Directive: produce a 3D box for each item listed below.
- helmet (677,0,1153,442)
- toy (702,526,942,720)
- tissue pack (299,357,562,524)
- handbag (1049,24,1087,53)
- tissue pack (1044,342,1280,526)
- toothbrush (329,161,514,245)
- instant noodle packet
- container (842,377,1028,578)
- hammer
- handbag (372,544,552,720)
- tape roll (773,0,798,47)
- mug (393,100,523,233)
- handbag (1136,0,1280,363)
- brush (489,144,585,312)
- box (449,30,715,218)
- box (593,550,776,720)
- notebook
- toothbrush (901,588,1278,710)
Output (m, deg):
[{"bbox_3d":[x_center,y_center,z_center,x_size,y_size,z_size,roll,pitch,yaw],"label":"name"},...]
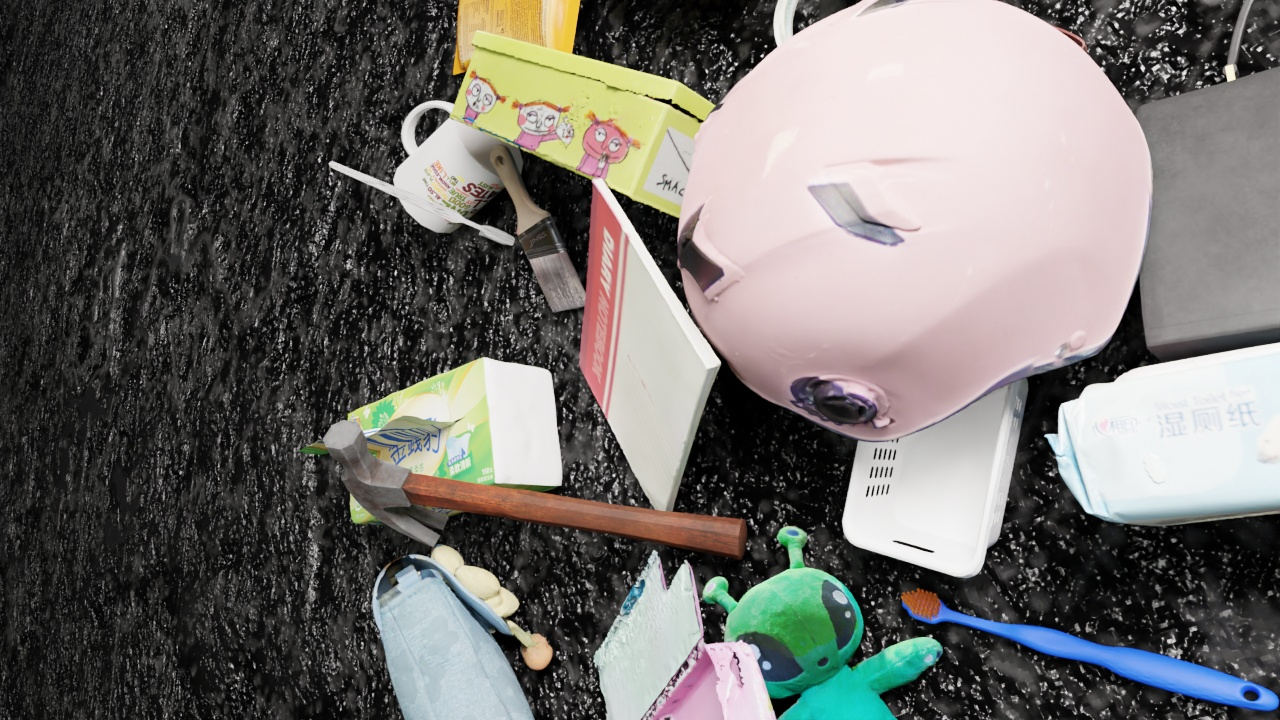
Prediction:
[{"bbox_3d":[0.115,-0.085,0.484,0.256,0.152,0.229,-8,60,43],"label":"helmet"},{"bbox_3d":[0.109,0.192,0.537,0.130,0.072,0.193,-27,63,-9],"label":"toy"},{"bbox_3d":[-0.181,0.069,0.748,0.198,0.141,0.120,-27,66,34],"label":"tissue pack"},{"bbox_3d":[0.203,-0.187,0.549,0.120,0.029,0.055,14,90,35],"label":"handbag"},{"bbox_3d":[0.282,0.028,0.387,0.182,0.112,0.070,-16,74,37],"label":"tissue pack"},{"bbox_3d":[-0.175,-0.126,0.749,0.010,0.181,0.010,10,84,44],"label":"toothbrush"},{"bbox_3d":[-0.106,-0.336,0.801,0.221,0.032,0.160,19,102,52],"label":"instant noodle packet"},{"bbox_3d":[0.170,0.049,0.516,0.081,0.049,0.129,11,90,41],"label":"container"},{"bbox_3d":[-0.073,0.105,0.651,0.301,0.111,0.028,6,47,17],"label":"hammer"},{"bbox_3d":[-0.130,0.234,0.703,0.192,0.118,0.122,58,159,20],"label":"handbag"},{"bbox_3d":[0.133,-0.238,0.620,0.093,0.013,0.093,-7,79,39],"label":"tape roll"},{"bbox_3d":[-0.170,-0.181,0.816,0.090,0.073,0.105,-32,89,32],"label":"mug"},{"bbox_3d":[0.320,-0.107,0.411,0.176,0.072,0.195,-11,72,38],"label":"handbag"},{"bbox_3d":[-0.086,-0.108,0.751,0.039,0.012,0.151,-25,89,35],"label":"brush"},{"bbox_3d":[-0.029,-0.171,0.676,0.221,0.124,0.081,33,103,41],"label":"box"},{"bbox_3d":[0.017,0.216,0.564,0.231,0.035,0.159,111,150,-48],"label":"box"},{"bbox_3d":[-0.004,0.004,0.611,0.153,0.012,0.209,60,159,28],"label":"notebook"},{"bbox_3d":[0.222,0.148,0.478,0.183,0.018,0.016,6,58,41],"label":"toothbrush"}]
